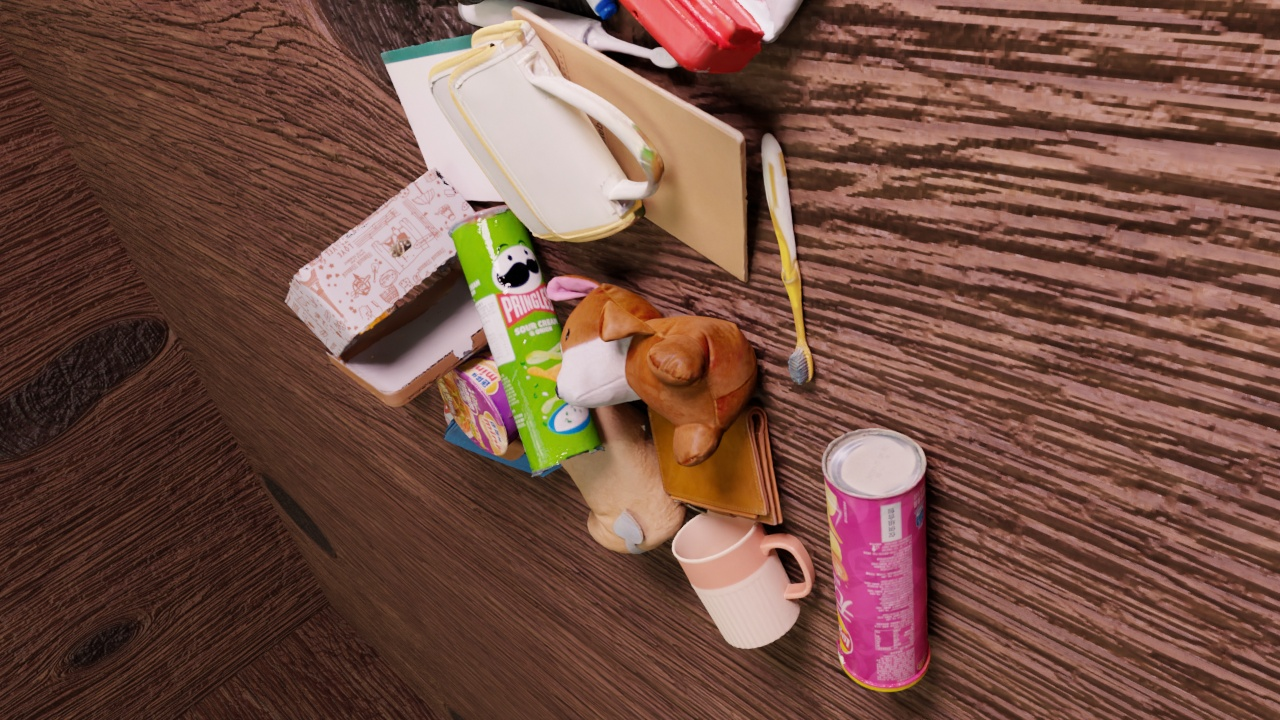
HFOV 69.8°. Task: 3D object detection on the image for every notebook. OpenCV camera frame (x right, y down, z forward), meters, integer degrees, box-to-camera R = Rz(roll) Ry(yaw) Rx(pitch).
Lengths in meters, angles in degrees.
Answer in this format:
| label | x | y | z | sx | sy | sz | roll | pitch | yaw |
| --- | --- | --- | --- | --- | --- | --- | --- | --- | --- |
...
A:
| label | x | y | z | sx | sy | sz | roll | pitch | yaw |
| --- | --- | --- | --- | --- | --- | --- | --- | --- | --- |
| notebook | -0.154 | -0.211 | 0.820 | 0.209 | 0.012 | 0.150 | 14 | 132 | 48 |
| notebook | -0.005 | -0.151 | 0.649 | 0.208 | 0.008 | 0.148 | 37 | 160 | 25 |

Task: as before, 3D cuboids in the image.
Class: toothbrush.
| label | x | y | z | sx | sy | sz | roll | pitch | yaw |
| --- | --- | --- | --- | --- | --- | --- | --- | --- | --- |
| toothbrush | -0.053 | -0.232 | 0.645 | 0.221 | 0.026 | 0.027 | 29 | 120 | 36 |
| toothbrush | 0.098 | -0.061 | 0.619 | 0.016 | 0.018 | 0.191 | 19 | 136 | 42 |

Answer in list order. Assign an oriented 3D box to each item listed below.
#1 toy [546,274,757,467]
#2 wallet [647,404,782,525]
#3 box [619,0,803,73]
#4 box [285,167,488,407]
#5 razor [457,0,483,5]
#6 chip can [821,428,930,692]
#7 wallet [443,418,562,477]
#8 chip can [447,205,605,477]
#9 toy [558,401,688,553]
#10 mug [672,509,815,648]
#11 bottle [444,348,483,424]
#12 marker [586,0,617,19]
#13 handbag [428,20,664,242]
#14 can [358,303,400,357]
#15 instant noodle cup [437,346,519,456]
| label | x | y | z | sx | sy | sz | roll | pitch | yaw |
| --- | --- | --- | --- | --- | --- | --- | --- | --- | --- |
| toy | -0.004 | 0.004 | 0.739 | 0.200 | 0.130 | 0.140 | 34 | 146 | 47 |
| wallet | 0.062 | 0.091 | 0.794 | 0.131 | 0.035 | 0.119 | 5 | 114 | 52 |
| box | 0.010 | -0.259 | 0.497 | 0.201 | 0.095 | 0.100 | 49 | 123 | 10 |
| box | -0.224 | -0.055 | 0.906 | 0.168 | 0.181 | 0.151 | 49 | 156 | -8 |
| razor | -0.101 | -0.274 | 0.623 | 0.167 | 0.062 | 0.067 | 25 | 160 | 45 |
| chip can | 0.177 | 0.151 | 0.678 | 0.071 | 0.071 | 0.211 | 23 | 138 | 41 |
| wallet | -0.154 | 0.096 | 1.056 | 0.133 | 0.040 | 0.107 | 23 | 156 | -16 |
| chip can | -0.103 | -0.018 | 0.827 | 0.072 | 0.072 | 0.236 | -25 | 83 | 60 |
| toy | -0.039 | 0.085 | 0.892 | 0.144 | 0.082 | 0.226 | -26 | 98 | 35 |
| mug | 0.101 | 0.192 | 0.825 | 0.115 | 0.081 | 0.106 | -16 | 111 | 32 |
| bottle | -0.204 | 0.053 | 1.113 | 0.068 | 0.068 | 0.197 | 49 | 152 | 8 |
| marker | -0.062 | -0.290 | 0.609 | 0.146 | 0.016 | 0.017 | 55 | 150 | -2 |
| handbag | -0.062 | -0.158 | 0.657 | 0.179 | 0.063 | 0.163 | 12 | 144 | 54 |
| can | -0.342 | -0.042 | 1.210 | 0.058 | 0.058 | 0.146 | 20 | 136 | 43 |
| instant noodle cup | -0.141 | 0.028 | 0.963 | 0.111 | 0.099 | 0.112 | 36 | 147 | 28 |
